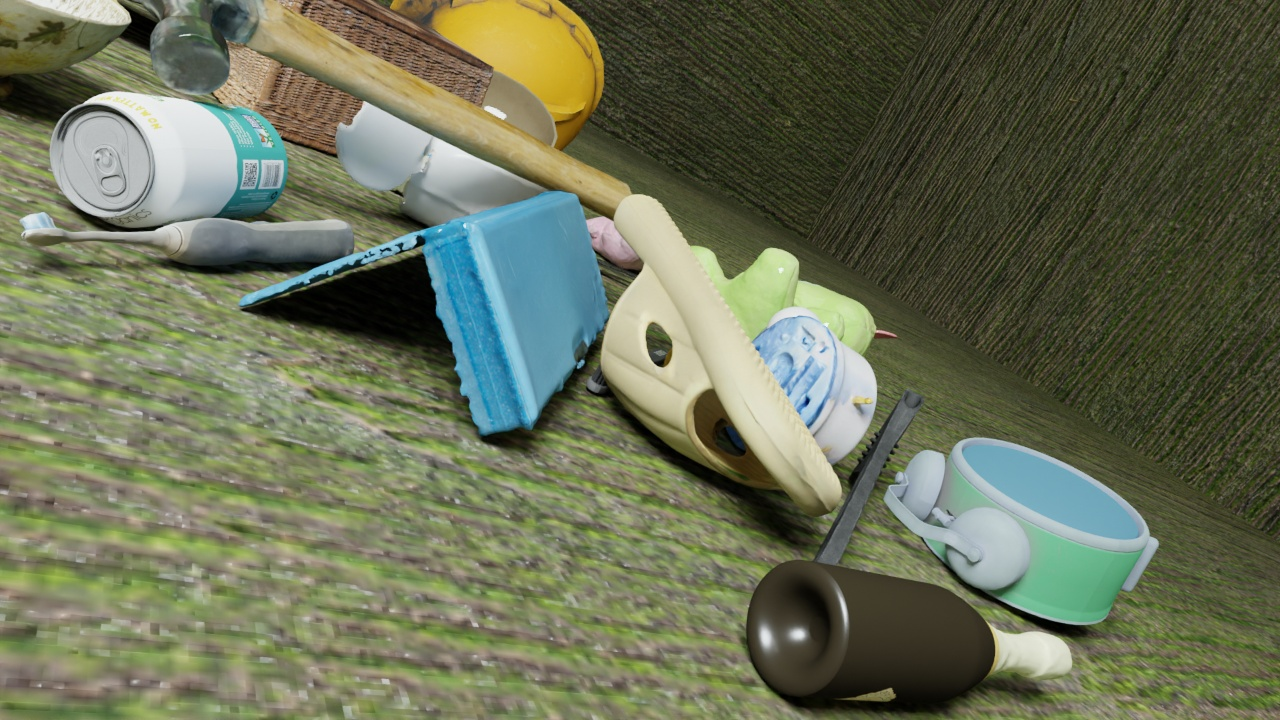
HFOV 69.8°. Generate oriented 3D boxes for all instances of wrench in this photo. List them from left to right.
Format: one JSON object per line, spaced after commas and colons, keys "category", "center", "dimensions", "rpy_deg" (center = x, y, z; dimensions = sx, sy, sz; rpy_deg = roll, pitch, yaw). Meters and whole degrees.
{"category": "wrench", "center": [0.128, 0.068, 0.521], "dimensions": [0.018, 0.073, 0.272], "rpy_deg": [33, 21, 13]}

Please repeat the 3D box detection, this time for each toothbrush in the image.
{"category": "toothbrush", "center": [-0.183, -0.052, 0.397], "dimensions": [0.024, 0.022, 0.185], "rpy_deg": [60, 17, 1]}
{"category": "toothbrush", "center": [-0.003, 0.003, 0.580], "dimensions": [0.013, 0.013, 0.167], "rpy_deg": [32, 12, 10]}

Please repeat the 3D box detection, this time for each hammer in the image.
{"category": "hammer", "center": [-0.119, -0.147, 0.536], "dimensions": [0.330, 0.033, 0.132], "rpy_deg": [18, 39, -48]}

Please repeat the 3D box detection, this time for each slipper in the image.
{"category": "slipper", "center": [0.024, 0.000, 0.504], "dimensions": [0.111, 0.079, 0.261], "rpy_deg": [47, 12, -39]}

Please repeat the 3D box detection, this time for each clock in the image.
{"category": "clock", "center": [0.092, 0.015, 0.567], "dimensions": [0.052, 0.089, 0.125], "rpy_deg": [28, 15, -29]}
{"category": "clock", "center": [0.223, 0.103, 0.566], "dimensions": [0.161, 0.075, 0.122], "rpy_deg": [10, 22, -21]}

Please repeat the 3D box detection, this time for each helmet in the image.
{"category": "helmet", "center": [-0.161, -0.297, 1.010], "dimensions": [0.255, 0.206, 0.131], "rpy_deg": [17, 44, -24]}

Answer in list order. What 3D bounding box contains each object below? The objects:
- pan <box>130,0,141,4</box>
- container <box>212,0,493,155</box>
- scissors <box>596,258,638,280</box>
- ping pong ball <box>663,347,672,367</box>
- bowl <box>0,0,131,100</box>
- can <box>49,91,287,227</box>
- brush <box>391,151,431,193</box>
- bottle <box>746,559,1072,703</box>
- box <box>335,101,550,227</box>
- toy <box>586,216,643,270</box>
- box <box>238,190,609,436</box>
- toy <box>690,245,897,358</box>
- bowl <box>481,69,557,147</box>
{"category": "pan", "center": [-0.370, -0.293, 0.766], "dimensions": [0.353, 0.024, 0.217], "rpy_deg": [10, 14, -41]}
{"category": "container", "center": [-0.230, -0.228, 0.731], "dimensions": [0.114, 0.113, 0.198], "rpy_deg": [40, 19, 35]}
{"category": "scissors", "center": [-0.061, -0.092, 0.793], "dimensions": [0.165, 0.013, 0.150], "rpy_deg": [31, 15, 7]}
{"category": "ping pong ball", "center": [0.035, 0.005, 0.585], "dimensions": [0.040, 0.040, 0.040], "rpy_deg": [27, 14, -8]}
{"category": "bowl", "center": [-0.326, -0.167, 0.428], "dimensions": [0.145, 0.063, 0.145], "rpy_deg": [28, 13, -7]}
{"category": "can", "center": [-0.206, -0.089, 0.411], "dimensions": [0.055, 0.055, 0.101], "rpy_deg": [30, 14, 1]}
{"category": "brush", "center": [-0.127, -0.149, 0.707], "dimensions": [0.136, 0.075, 0.055], "rpy_deg": [22, 25, -12]}
{"category": "bottle", "center": [0.121, 0.114, 0.367], "dimensions": [0.184, 0.045, 0.045], "rpy_deg": [19, 18, -37]}
{"category": "box", "center": [-0.124, -0.124, 0.617], "dimensions": [0.147, 0.084, 0.136], "rpy_deg": [26, 5, -10]}
{"category": "toy", "center": [-0.016, -0.118, 0.896], "dimensions": [0.096, 0.053, 0.099], "rpy_deg": [22, 7, 25]}
{"category": "box", "center": [-0.092, -0.028, 0.476], "dimensions": [0.231, 0.112, 0.094], "rpy_deg": [-68, 142, -74]}
{"category": "toy", "center": [0.112, -0.025, 0.743], "dimensions": [0.150, 0.107, 0.196], "rpy_deg": [11, -12, 45]}
{"category": "bowl", "center": [-0.162, -0.223, 0.899], "dimensions": [0.152, 0.051, 0.152], "rpy_deg": [14, 49, -17]}
